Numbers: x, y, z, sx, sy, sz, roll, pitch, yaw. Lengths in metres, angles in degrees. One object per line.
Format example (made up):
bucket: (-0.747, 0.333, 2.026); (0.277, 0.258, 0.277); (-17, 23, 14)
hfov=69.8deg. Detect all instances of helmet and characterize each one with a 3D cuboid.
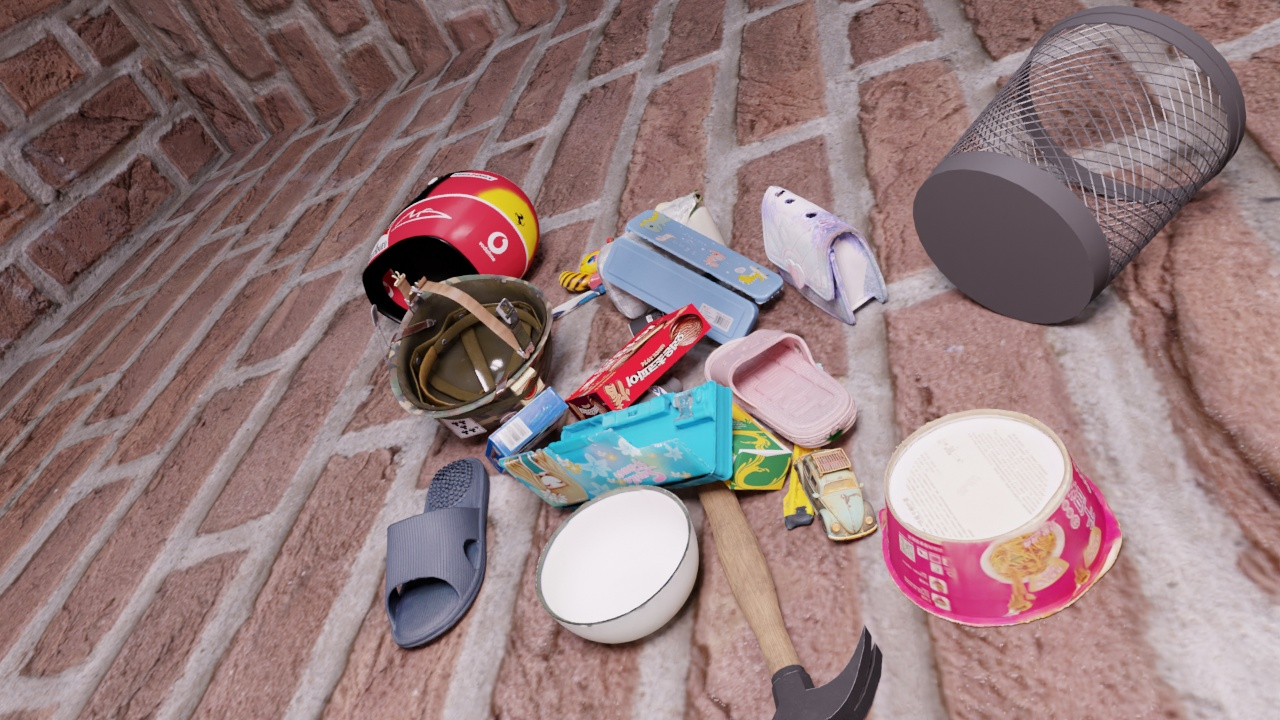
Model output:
helmet: (-0.282, -0.188, 1.443); (0.272, 0.198, 0.224); (-16, 35, 35)
helmet: (-0.204, -0.018, 1.114); (0.193, 0.237, 0.223); (23, 46, 23)

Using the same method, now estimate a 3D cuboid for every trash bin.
trash bin: (0.413, -0.181, 0.892); (0.227, 0.218, 0.218); (-45, 36, -16)

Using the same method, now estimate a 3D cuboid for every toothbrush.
toothbrush: (-0.060, -0.097, 1.314); (0.189, 0.016, 0.017); (-28, 43, 2)

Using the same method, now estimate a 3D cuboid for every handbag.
handbag: (0.199, -0.122, 1.046); (0.069, 0.126, 0.158); (-34, 34, -3)
handbag: (0.022, -0.140, 1.226); (0.171, 0.112, 0.123); (-32, 24, -4)

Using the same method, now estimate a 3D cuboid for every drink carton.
drink carton: (0.090, 0.080, 0.910); (0.058, 0.041, 0.122); (4, 22, -27)

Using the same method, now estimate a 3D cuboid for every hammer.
hammer: (0.101, 0.192, 0.784); (0.132, 0.040, 0.305); (-29, 32, 7)

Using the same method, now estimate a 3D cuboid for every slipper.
slipper: (0.136, 0.012, 0.955); (0.094, 0.064, 0.239); (-36, 28, -7)
slipper: (-0.223, 0.184, 0.999); (0.101, 0.082, 0.263); (-18, 34, 13)

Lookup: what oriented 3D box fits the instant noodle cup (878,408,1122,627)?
instant noodle cup: (0.269, 0.111, 0.722); (0.179, 0.078, 0.178); (-20, 34, 14)

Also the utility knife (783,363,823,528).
utility knife: (0.165, 0.076, 0.911); (0.030, 0.019, 0.227); (-4, 36, 19)

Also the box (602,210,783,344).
box: (0.060, -0.107, 1.110); (0.209, 0.047, 0.122); (31, 78, 21)

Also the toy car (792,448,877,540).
toy car: (0.171, 0.108, 0.819); (0.047, 0.047, 0.111); (-14, 36, -4)

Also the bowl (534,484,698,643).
bowl: (-0.012, 0.193, 0.832); (0.154, 0.073, 0.153); (-21, 34, 15)

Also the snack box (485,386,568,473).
snack box: (-0.130, 0.081, 1.035); (0.087, 0.033, 0.154); (-40, -3, -17)

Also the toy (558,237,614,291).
toy: (-0.071, -0.134, 1.347); (0.103, 0.046, 0.084); (-33, 39, 1)

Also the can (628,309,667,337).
can: (0.027, -0.050, 1.168); (0.080, 0.031, 0.031); (-25, 33, 7)

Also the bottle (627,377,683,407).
bottle: (0.004, 0.061, 1.023); (0.112, 0.047, 0.047); (-43, 35, -20)

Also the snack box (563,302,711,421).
snack box: (-0.006, 0.006, 1.061); (0.151, 0.036, 0.133); (-43, 8, -20)

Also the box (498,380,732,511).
box: (-0.031, 0.080, 0.893); (0.227, 0.117, 0.097); (-20, 60, 43)
